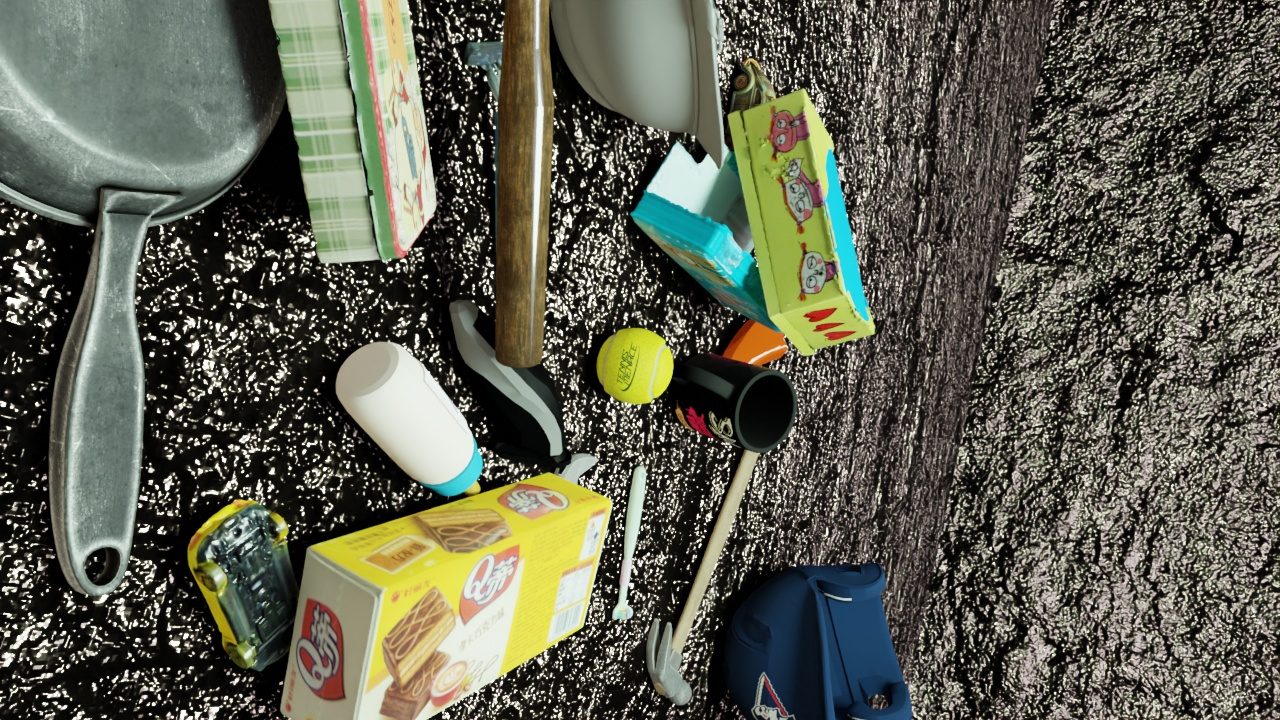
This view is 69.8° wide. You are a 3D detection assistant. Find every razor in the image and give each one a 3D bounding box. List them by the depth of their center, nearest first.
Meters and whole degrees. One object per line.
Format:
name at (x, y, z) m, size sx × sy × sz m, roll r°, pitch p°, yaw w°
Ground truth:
razor at (-0.095, -0.141, 0.625) m, size 0.042 × 0.022 × 0.144 m, roll -31°, pitch 126°, yaw -52°
razor at (-0.093, 0.016, 0.654) m, size 0.060 × 0.057 × 0.156 m, roll -28°, pitch 131°, yaw -16°

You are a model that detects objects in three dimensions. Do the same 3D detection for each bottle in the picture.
bottle at (-0.136, 0.048, 0.584) m, size 0.051 × 0.051 × 0.146 m, roll -62°, pitch 147°, yaw -28°

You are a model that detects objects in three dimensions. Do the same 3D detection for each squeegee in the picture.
squeegee at (0.135, -0.020, 1.025) m, size 0.184 × 0.055 × 0.250 m, roll -48°, pitch 174°, yaw -21°

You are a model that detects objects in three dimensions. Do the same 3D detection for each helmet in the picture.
helmet at (-0.006, -0.261, 0.653) m, size 0.183 × 0.118 × 0.271 m, roll -90°, pitch 172°, yaw -53°
helmet at (0.213, 0.379, 1.131) m, size 0.272 × 0.223 × 0.232 m, roll -85°, pitch 161°, yaw -74°

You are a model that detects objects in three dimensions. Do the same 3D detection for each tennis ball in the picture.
tennis ball at (-0.005, 0.005, 0.789) m, size 0.065 × 0.065 × 0.065 m, roll -28°, pitch 123°, yaw -55°

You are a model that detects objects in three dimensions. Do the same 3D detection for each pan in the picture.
pan at (-0.227, -0.067, 0.396) m, size 0.187 × 0.055 × 0.357 m, roll -9°, pitch 103°, yaw -61°

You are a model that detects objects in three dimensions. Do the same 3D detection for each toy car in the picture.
toy car at (-0.211, 0.123, 0.496) m, size 0.048 × 0.030 × 0.107 m, roll -45°, pitch 143°, yaw -47°
toy car at (0.118, -0.251, 0.941) m, size 0.047 × 0.047 × 0.112 m, roll 0°, pitch 102°, yaw -59°

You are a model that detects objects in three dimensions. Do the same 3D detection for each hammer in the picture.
hammer at (-0.032, -0.139, 0.561) m, size 0.037 × 0.217 × 0.301 m, roll -99°, pitch -168°, yaw -73°
hammer at (0.086, 0.226, 1.065) m, size 0.330 × 0.031 × 0.119 m, roll -63°, pitch 147°, yaw -27°

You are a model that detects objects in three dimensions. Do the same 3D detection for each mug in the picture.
mug at (0.080, 0.033, 0.904) m, size 0.118 × 0.098 × 0.081 m, roll 31°, pitch 81°, yaw -37°

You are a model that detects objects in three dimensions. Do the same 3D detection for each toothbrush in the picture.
toothbrush at (-0.010, 0.178, 0.890) m, size 0.022 × 0.015 × 0.155 m, roll 3°, pitch 98°, yaw -29°

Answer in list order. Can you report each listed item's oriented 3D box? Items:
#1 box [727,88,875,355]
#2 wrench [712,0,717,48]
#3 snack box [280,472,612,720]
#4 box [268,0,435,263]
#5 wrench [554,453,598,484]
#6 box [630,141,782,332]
box at (0.153, -0.128, 0.871) m, size 0.124 × 0.081 × 0.220 m, roll 29°, pitch 51°, yaw -60°
wrench at (0.004, -0.318, 0.748) m, size 0.273 × 0.018 × 0.073 m, roll 23°, pitch 80°, yaw -59°
snack box at (-0.112, 0.150, 0.594) m, size 0.229 × 0.062 × 0.110 m, roll -9°, pitch 115°, yaw -59°
box at (-0.142, -0.158, 0.451) m, size 0.117 × 0.049 × 0.206 m, roll -109°, pitch -166°, yaw -68°
wrench at (-0.105, 0.174, 0.715) m, size 0.272 × 0.018 × 0.084 m, roll -48°, pitch 139°, yaw -43°
box at (0.097, -0.126, 0.876) m, size 0.121 × 0.098 × 0.226 m, roll -59°, pitch 149°, yaw -1°
